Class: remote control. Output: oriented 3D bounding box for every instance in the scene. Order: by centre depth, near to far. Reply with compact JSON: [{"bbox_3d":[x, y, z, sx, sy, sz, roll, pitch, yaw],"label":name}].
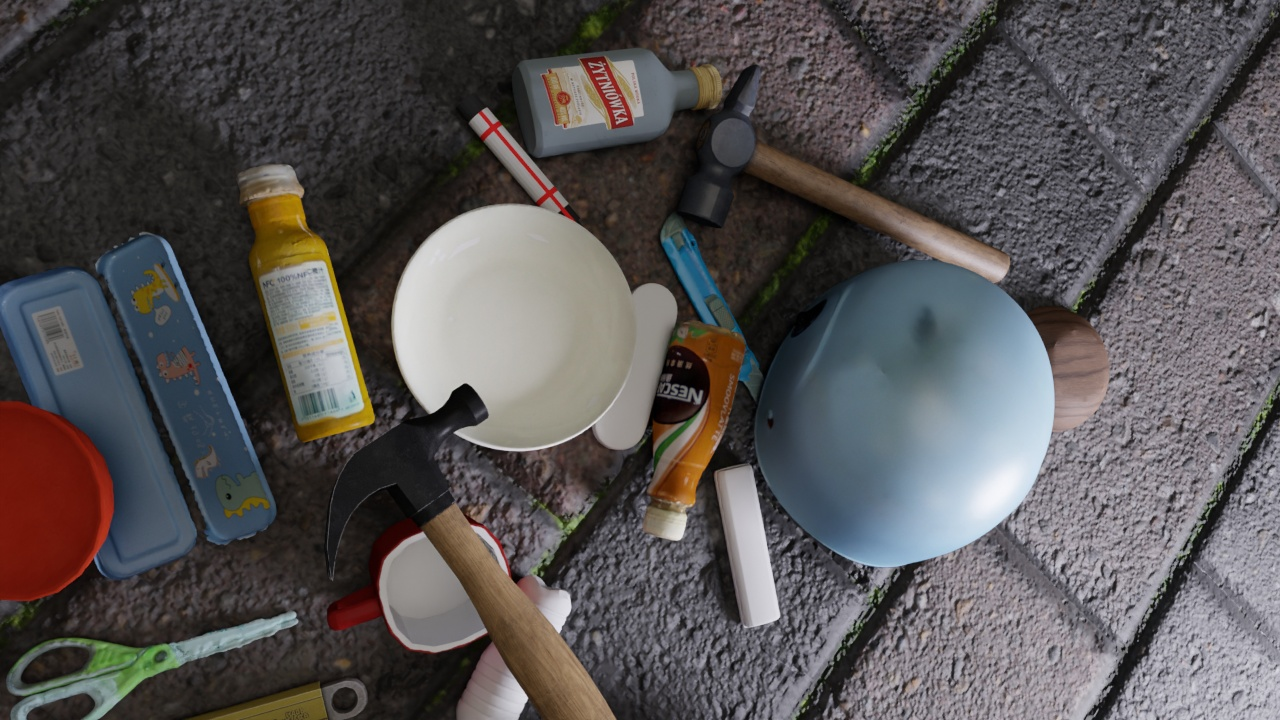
[{"bbox_3d":[-0.004,0.004,0.726,0.043,0.013,0.136,19,80,-17],"label":"remote control"},{"bbox_3d":[0.088,0.150,0.747,0.033,0.012,0.131,-11,90,-19],"label":"remote control"}]

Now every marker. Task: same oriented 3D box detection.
[{"bbox_3d":[-0.086,-0.142,0.705,0.019,0.019,0.145,-44,100,-17],"label":"marker"}]

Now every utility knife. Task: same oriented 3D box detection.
[{"bbox_3d":[0.068,-0.031,0.754,0.031,0.015,0.198,-32,98,-17],"label":"utility knife"}]

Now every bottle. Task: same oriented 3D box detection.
[{"bbox_3d":[-0.233,-0.039,0.630,0.053,0.053,0.186,-16,91,-19],"label":"bottle"},{"bbox_3d":[-0.096,0.224,0.663,0.044,0.044,0.136,30,77,-15],"label":"bottle"},{"bbox_3d":[0.036,0.055,0.713,0.059,0.059,0.167,16,85,-17],"label":"bottle"},{"bbox_3d":[-0.014,-0.206,0.720,0.161,0.046,0.072,-13,90,-19],"label":"bottle"}]

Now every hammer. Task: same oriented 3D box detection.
[{"bbox_3d":[-0.076,0.175,0.567,0.132,0.040,0.305,-35,93,-24],"label":"hammer"},{"bbox_3d":[0.191,-0.132,0.781,0.321,0.040,0.129,18,92,-22],"label":"hammer"}]

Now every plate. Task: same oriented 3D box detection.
[{"bbox_3d":[-0.093,-0.024,0.686,0.182,0.034,0.182,1,86,-19],"label":"plate"}]

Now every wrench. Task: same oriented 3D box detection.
[{"bbox_3d":[-0.319,0.252,0.598,0.273,0.018,0.083,-11,89,-19],"label":"wrench"}]

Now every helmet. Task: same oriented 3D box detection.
[{"bbox_3d":[0.227,0.028,0.726,0.225,0.167,0.265,32,63,-8],"label":"helmet"}]

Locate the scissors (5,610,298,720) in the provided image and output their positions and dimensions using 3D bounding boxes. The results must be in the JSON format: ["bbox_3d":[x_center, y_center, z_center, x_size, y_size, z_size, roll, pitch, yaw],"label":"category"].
[{"bbox_3d":[-0.314,0.194,0.601,0.173,0.034,0.065,-10,66,-27],"label":"scissors"}]

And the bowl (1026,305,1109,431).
[{"bbox_3d":[0.396,0.006,0.853,0.119,0.032,0.119,1,86,-19],"label":"bowl"}]

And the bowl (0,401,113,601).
[{"bbox_3d":[-0.376,0.083,0.566,0.122,0.035,0.122,0,94,6],"label":"bowl"}]

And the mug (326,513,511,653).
[{"bbox_3d":[-0.153,0.151,0.620,0.116,0.097,0.080,-16,91,-19],"label":"mug"}]

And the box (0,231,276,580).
[{"bbox_3d":[-0.326,0.031,0.603,0.126,0.039,0.209,-21,93,-3],"label":"box"}]
